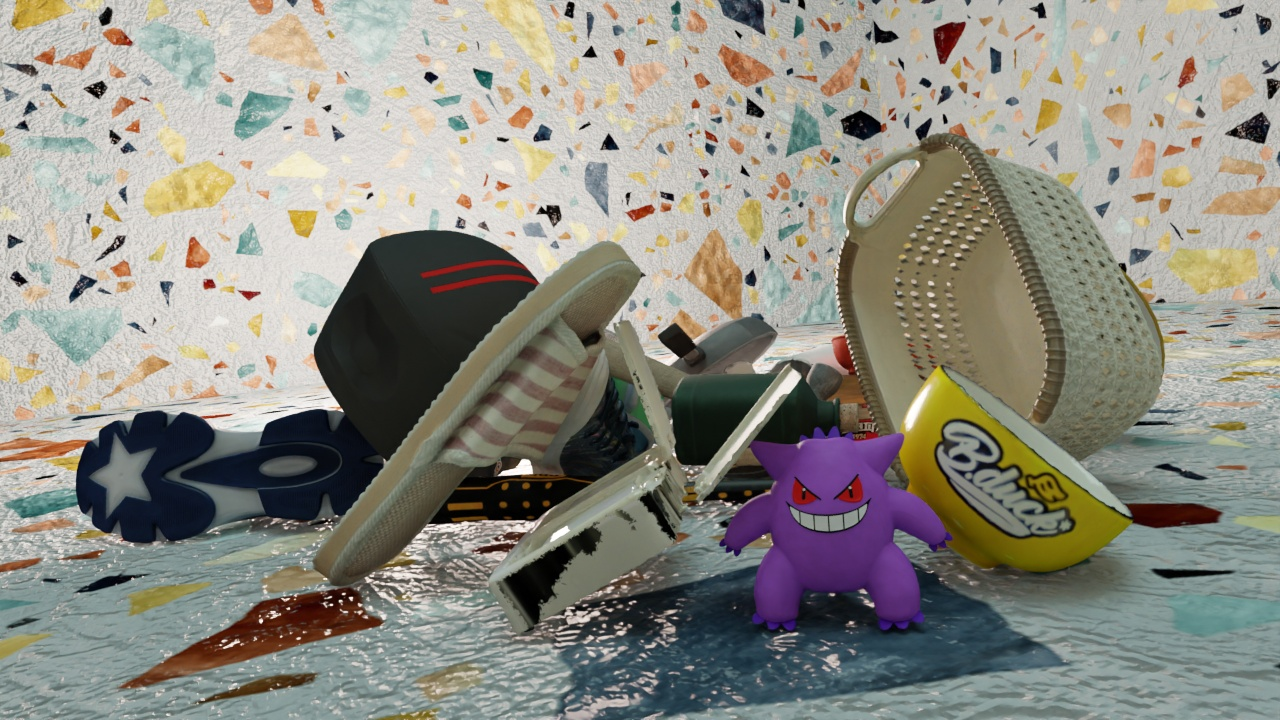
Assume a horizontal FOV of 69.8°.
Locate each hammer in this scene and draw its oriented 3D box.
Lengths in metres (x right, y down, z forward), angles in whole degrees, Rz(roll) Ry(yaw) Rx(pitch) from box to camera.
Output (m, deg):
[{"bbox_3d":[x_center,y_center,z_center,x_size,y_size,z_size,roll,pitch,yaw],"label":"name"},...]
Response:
[{"bbox_3d":[-0.011,0.095,0.652,0.321,0.036,0.123,-4,-1,12],"label":"hammer"},{"bbox_3d":[-0.005,0.004,0.776,0.331,0.119,0.031,23,-20,22],"label":"hammer"}]

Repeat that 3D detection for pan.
[{"bbox_3d":[0.057,-0.005,0.974,0.179,0.041,0.357,-36,-13,5],"label":"pan"}]

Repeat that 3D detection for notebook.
[{"bbox_3d":[0.124,0.038,0.868,0.178,0.014,0.249,-4,4,9],"label":"notebook"}]

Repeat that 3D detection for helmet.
[{"bbox_3d":[-0.147,-0.010,0.714,0.170,0.164,0.265,-34,-14,-5],"label":"helmet"}]

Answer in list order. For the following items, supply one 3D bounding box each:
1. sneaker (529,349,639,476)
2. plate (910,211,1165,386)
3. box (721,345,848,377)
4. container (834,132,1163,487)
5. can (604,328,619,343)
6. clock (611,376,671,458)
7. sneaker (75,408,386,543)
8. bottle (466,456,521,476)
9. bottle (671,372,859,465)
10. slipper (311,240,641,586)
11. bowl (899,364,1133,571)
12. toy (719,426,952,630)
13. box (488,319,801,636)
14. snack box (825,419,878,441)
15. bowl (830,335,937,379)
[{"bbox_3d":[-0.039,0.054,0.702,0.079,0.087,0.236,19,-21,0],"label":"sneaker"},{"bbox_3d":[0.328,-0.027,0.793,0.021,0.230,0.230,-42,21,-24],"label":"plate"},{"bbox_3d":[0.169,0.031,1.042,0.112,0.084,0.162,7,12,34],"label":"box"},{"bbox_3d":[0.246,-0.030,0.657,0.142,0.245,0.185,4,-33,-22],"label":"container"},{"bbox_3d":[-0.063,0.029,0.956,0.130,0.130,0.044,-4,5,23],"label":"can"},{"bbox_3d":[-0.059,0.039,0.862,0.162,0.075,0.122,-1,-31,25],"label":"clock"},{"bbox_3d":[-0.328,0.097,0.776,0.269,0.103,0.132,-5,-10,6],"label":"sneaker"},{"bbox_3d":[-0.145,0.092,0.842,0.036,0.036,0.109,-4,4,20],"label":"bottle"},{"bbox_3d":[0.093,0.043,0.675,0.131,0.061,0.061,-1,16,14],"label":"bottle"},{"bbox_3d":[-0.088,0.043,0.524,0.263,0.052,0.115,-47,-11,13],"label":"slipper"},{"bbox_3d":[0.180,0.064,0.473,0.117,0.068,0.117,34,17,-12],"label":"bowl"},{"bbox_3d":[0.090,0.076,0.433,0.106,0.088,0.056,-4,-2,14],"label":"toy"},{"bbox_3d":[-0.010,0.050,0.490,0.095,0.185,0.145,38,4,1],"label":"box"},{"bbox_3d":[0.154,0.063,0.867,0.151,0.036,0.133,-7,5,-27],"label":"snack box"},{"bbox_3d":[0.263,0.003,0.982,0.122,0.035,0.122,10,-7,1],"label":"bowl"}]
